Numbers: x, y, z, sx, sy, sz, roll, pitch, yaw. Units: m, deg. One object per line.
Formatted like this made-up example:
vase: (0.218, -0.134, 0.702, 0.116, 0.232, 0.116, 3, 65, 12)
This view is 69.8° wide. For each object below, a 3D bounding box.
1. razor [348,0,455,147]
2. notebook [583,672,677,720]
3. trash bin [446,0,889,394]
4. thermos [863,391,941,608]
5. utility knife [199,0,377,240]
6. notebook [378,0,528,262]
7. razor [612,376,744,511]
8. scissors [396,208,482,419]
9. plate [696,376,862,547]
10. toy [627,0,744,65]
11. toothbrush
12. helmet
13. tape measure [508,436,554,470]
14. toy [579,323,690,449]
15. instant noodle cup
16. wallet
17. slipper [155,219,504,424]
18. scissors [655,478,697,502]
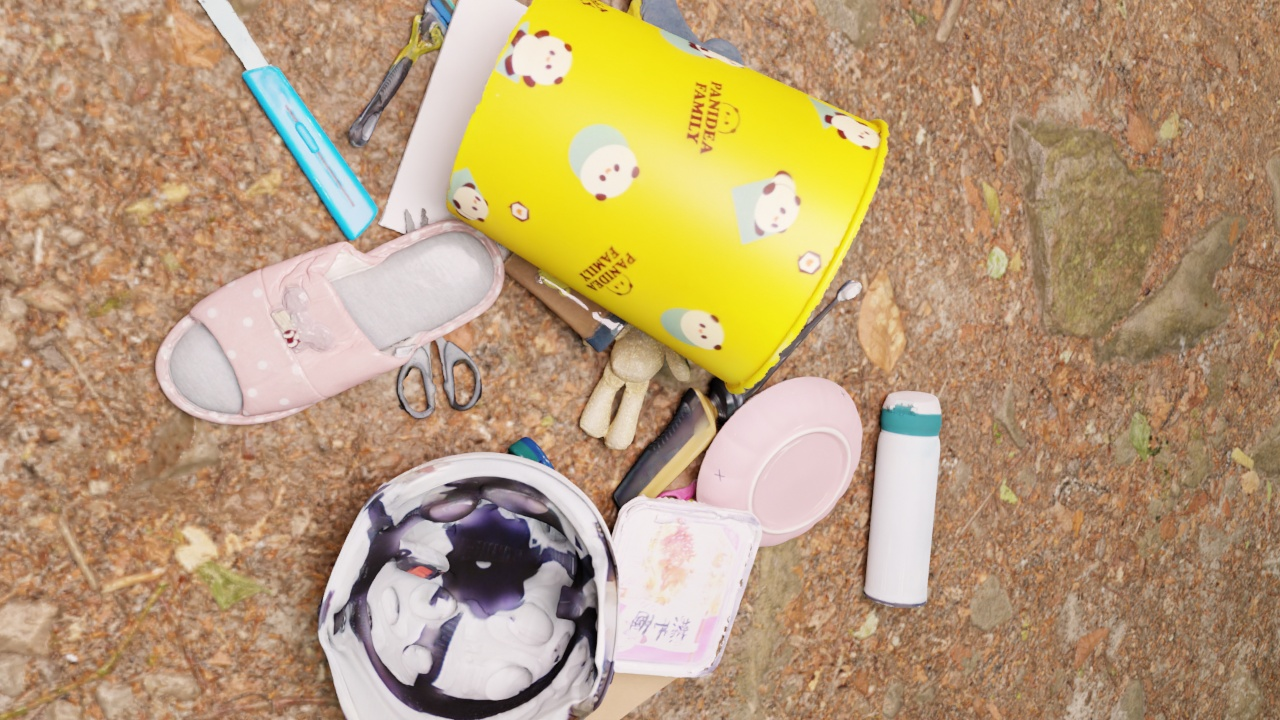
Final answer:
razor: (-0.190, -0.228, 0.730, 0.142, 0.022, 0.042, -59, 144, -10)
notebook: (-0.043, 0.281, 0.878, 0.211, 0.012, 0.149, -30, 108, -18)
trash bin: (0.011, -0.132, 0.683, 0.255, 0.230, 0.229, 27, 85, -5)
thermos: (0.284, 0.145, 0.984, 0.073, 0.073, 0.224, 1, 97, -26)
utility knife: (-0.268, -0.186, 0.703, 0.034, 0.018, 0.203, -37, 109, -16)
notebook: (-0.112, -0.185, 0.768, 0.150, 0.012, 0.209, 19, 95, -28)
razor: (0.037, 0.086, 0.867, 0.067, 0.062, 0.167, 44, 84, -11)
scissors: (-0.168, -0.037, 0.768, 0.142, 0.014, 0.173, 28, 89, -24)
plate: (0.145, 0.108, 0.892, 0.192, 0.039, 0.193, -15, 124, -24)
toy: (0.082, -0.204, 0.833, 0.356, 0.092, 0.137, 46, 51, -24)
toothbrush: (0.161, -0.021, 0.930, 0.181, 0.018, 0.015, -43, 115, -13)
helmet: (-0.129, 0.192, 0.743, 0.229, 0.146, 0.259, 9, 98, -2)
tape measure: (-0.095, 0.095, 0.803, 0.025, 0.054, 0.058, -34, 142, -21)
toy: (-0.005, 0.005, 0.835, 0.105, 0.066, 0.157, 23, 91, 16)
instant noodle cup: (0.023, 0.198, 0.840, 0.138, 0.060, 0.174, 11, 107, -18)
wallet: (-0.049, -0.076, 0.788, 0.115, 0.033, 0.090, 40, 85, -7)
slipper: (-0.233, -0.031, 0.710, 0.274, 0.054, 0.114, -24, 105, -14)
scissors: (0.059, 0.117, 0.903, 0.064, 0.017, 0.135, 40, 75, -14)
